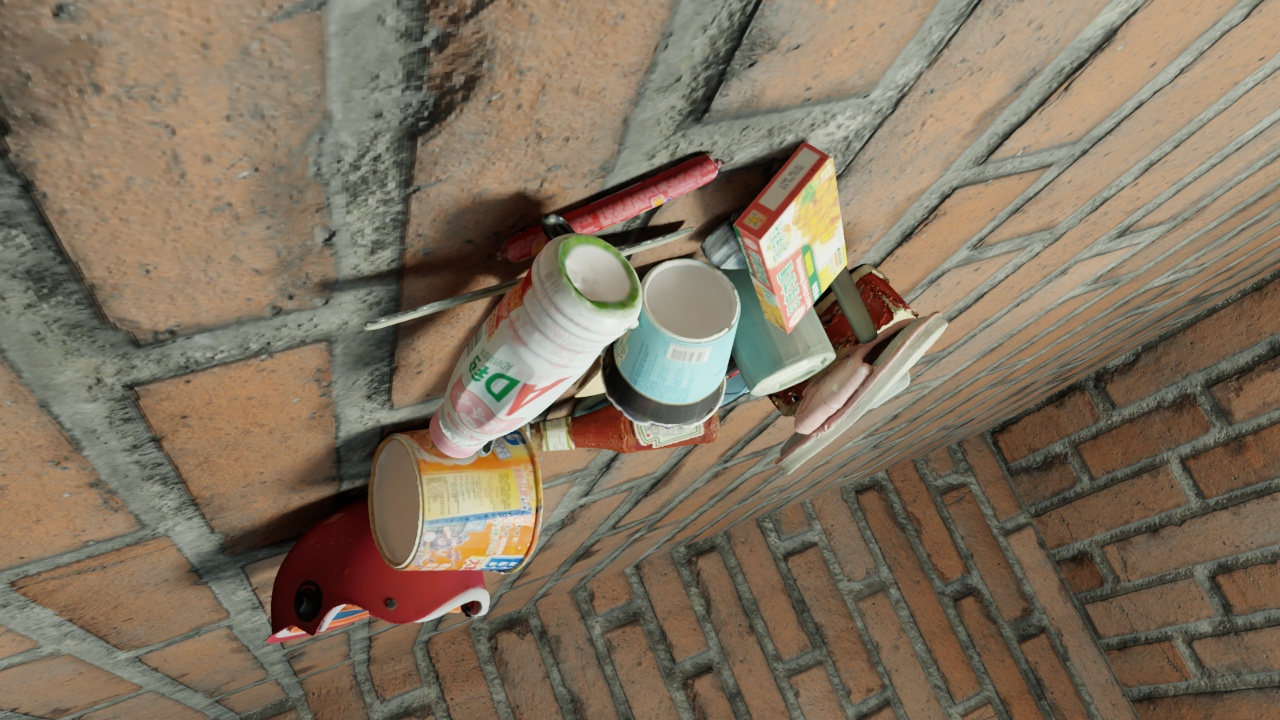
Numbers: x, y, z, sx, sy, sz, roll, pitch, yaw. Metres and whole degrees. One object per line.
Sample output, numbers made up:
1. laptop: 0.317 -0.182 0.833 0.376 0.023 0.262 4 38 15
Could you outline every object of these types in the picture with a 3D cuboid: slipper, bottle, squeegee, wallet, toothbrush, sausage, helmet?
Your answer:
1. slipper: 0.192 0.028 0.862 0.114 0.054 0.275 -37 167 -30
2. bottle: -0.024 0.068 0.936 0.206 0.059 0.060 -7 163 -1
3. squeegee: -0.103 -0.002 0.688 0.245 0.039 0.247 -21 155 -31
4. bottle: -0.077 0.002 0.585 0.068 0.068 0.197 -7 153 -43
5. wallet: -0.005 0.005 0.891 0.115 0.024 0.087 -13 156 -32
6. toothbrush: -0.030 -0.056 0.605 0.016 0.018 0.181 -29 158 6
7. sausage: -0.019 -0.094 0.573 0.156 0.020 0.020 -23 163 0
8. helmet: -0.284 0.218 0.979 0.240 0.143 0.207 -13 166 15

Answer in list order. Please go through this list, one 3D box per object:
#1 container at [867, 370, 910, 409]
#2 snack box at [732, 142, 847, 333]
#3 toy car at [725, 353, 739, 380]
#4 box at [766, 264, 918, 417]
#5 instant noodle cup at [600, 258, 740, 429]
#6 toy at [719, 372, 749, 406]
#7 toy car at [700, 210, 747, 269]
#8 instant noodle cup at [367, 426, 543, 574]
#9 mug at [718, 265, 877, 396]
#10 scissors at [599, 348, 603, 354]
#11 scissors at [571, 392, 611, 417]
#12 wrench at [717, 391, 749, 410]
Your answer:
1. container: 0.256 0.015 1.153 0.114 0.090 0.090 -9 158 -29
2. snack box: 0.113 -0.084 0.671 0.077 0.027 0.156 -49 154 -6
3. toy car: 0.097 -0.017 0.906 0.045 0.053 0.121 -11 162 -39
4. box: 0.206 -0.011 0.957 0.169 0.079 0.091 -45 157 19
5. instant noodle cup: 0.028 -0.019 0.740 0.111 0.111 0.121 -17 154 -19
6. toy: 0.095 0.017 1.013 0.162 0.050 0.156 -41 156 22
7. toy car: 0.087 -0.091 0.698 0.090 0.034 0.043 -10 156 -41
8. instant noodle cup: -0.175 0.125 0.839 0.111 0.151 0.152 1 152 -37
9. mug: 0.127 -0.040 0.783 0.124 0.103 0.084 -23 163 1
10. scissors: -0.007 -0.011 0.820 0.135 0.017 0.063 -9 -163 -23
11. scissors: -0.033 0.055 1.014 0.173 0.019 0.170 -2 154 -48
12. wrench: 0.106 0.038 1.102 0.273 0.056 0.016 -27 121 6
